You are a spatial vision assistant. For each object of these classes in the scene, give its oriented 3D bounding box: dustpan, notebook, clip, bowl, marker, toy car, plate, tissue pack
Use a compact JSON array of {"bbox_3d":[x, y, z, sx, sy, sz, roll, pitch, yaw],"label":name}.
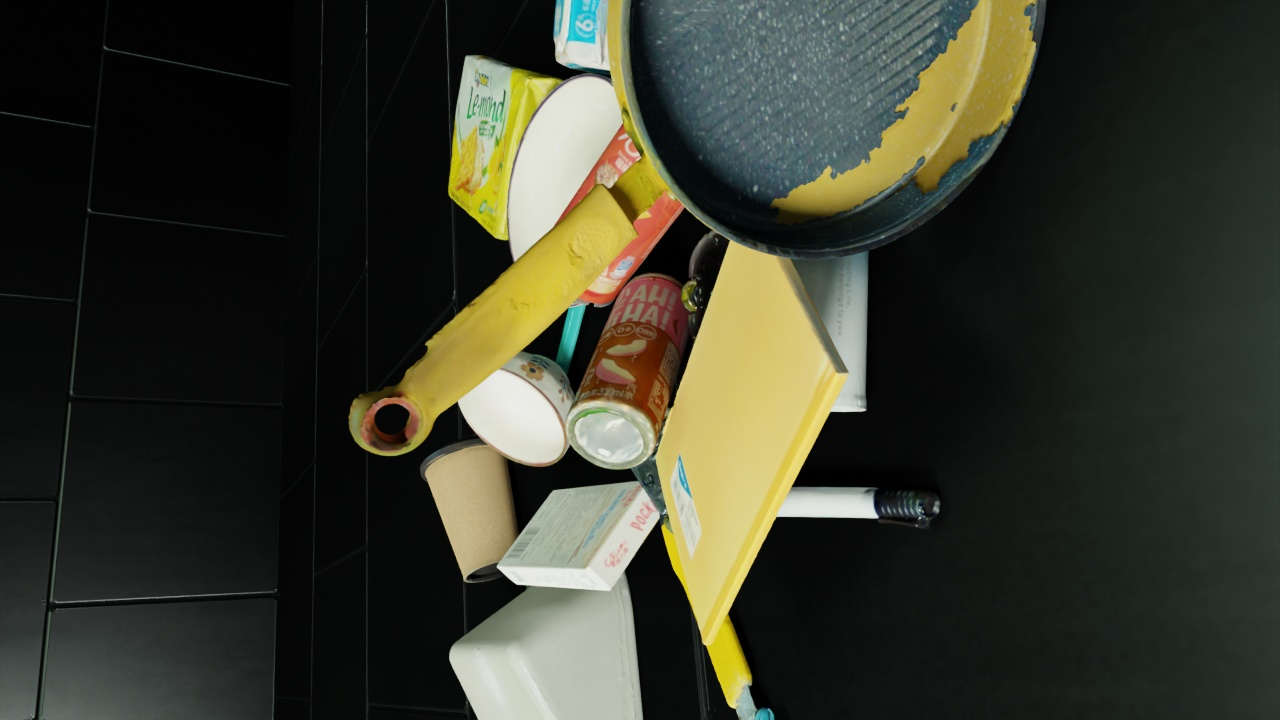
[{"bbox_3d":[-0.052,0.273,0.778,0.257,0.142,0.223,61,147,0],"label":"dustpan"},{"bbox_3d":[0.048,0.035,0.499,0.145,0.010,0.207,-105,25,-47],"label":"notebook"},{"bbox_3d":[0.075,0.236,0.545,0.046,0.014,0.057,22,107,58],"label":"clip"},{"bbox_3d":[-0.102,0.034,0.827,0.114,0.113,0.062,-51,2,46],"label":"bowl"},{"bbox_3d":[0.108,0.079,0.500,0.131,0.018,0.022,-15,54,59],"label":"marker"},{"bbox_3d":[0.024,0.072,0.633,0.054,0.036,0.120,-51,46,19],"label":"toy car"},{"bbox_3d":[-0.046,-0.138,0.768,0.193,0.039,0.192,-4,84,50],"label":"plate"},{"bbox_3d":[0.059,-0.007,0.578,0.070,0.042,0.158,-12,79,60],"label":"toy car"},{"bbox_3d":[-0.034,-0.279,0.735,0.140,0.063,0.090,-122,39,-71],"label":"tissue pack"}]

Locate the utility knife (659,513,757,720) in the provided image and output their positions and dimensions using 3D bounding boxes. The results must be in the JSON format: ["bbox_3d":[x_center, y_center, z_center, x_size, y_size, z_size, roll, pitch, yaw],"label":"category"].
[{"bbox_3d":[0.045,0.163,0.607,0.033,0.015,0.173,-59,38,38],"label":"utility knife"}]

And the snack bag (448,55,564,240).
[{"bbox_3d":[-0.134,-0.219,0.934,0.246,0.068,0.158,41,122,56],"label":"snack bag"}]

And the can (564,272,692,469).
[{"bbox_3d":[-0.004,0.004,0.608,0.058,0.058,0.147,-59,7,40],"label":"can"}]

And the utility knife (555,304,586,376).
[{"bbox_3d":[-0.059,-0.040,0.830,0.029,0.013,0.160,-127,47,-54],"label":"utility knife"}]

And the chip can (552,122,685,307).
[{"bbox_3d":[0.010,-0.132,0.621,0.217,0.073,0.073,-51,43,34],"label":"chip can"}]

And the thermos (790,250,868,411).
[{"bbox_3d":[0.094,-0.081,0.501,0.070,0.070,0.220,-4,83,61],"label":"thermos"}]

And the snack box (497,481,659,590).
[{"bbox_3d":[-0.048,0.135,0.712,0.157,0.027,0.084,-17,31,56],"label":"snack box"}]

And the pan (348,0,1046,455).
[{"bbox_3d":[0.024,-0.089,0.382,0.357,0.198,0.078,-38,27,-1],"label":"pan"}]

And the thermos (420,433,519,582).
[{"bbox_3d":[-0.165,0.146,0.931,0.093,0.093,0.143,-50,53,47],"label":"thermos"}]
